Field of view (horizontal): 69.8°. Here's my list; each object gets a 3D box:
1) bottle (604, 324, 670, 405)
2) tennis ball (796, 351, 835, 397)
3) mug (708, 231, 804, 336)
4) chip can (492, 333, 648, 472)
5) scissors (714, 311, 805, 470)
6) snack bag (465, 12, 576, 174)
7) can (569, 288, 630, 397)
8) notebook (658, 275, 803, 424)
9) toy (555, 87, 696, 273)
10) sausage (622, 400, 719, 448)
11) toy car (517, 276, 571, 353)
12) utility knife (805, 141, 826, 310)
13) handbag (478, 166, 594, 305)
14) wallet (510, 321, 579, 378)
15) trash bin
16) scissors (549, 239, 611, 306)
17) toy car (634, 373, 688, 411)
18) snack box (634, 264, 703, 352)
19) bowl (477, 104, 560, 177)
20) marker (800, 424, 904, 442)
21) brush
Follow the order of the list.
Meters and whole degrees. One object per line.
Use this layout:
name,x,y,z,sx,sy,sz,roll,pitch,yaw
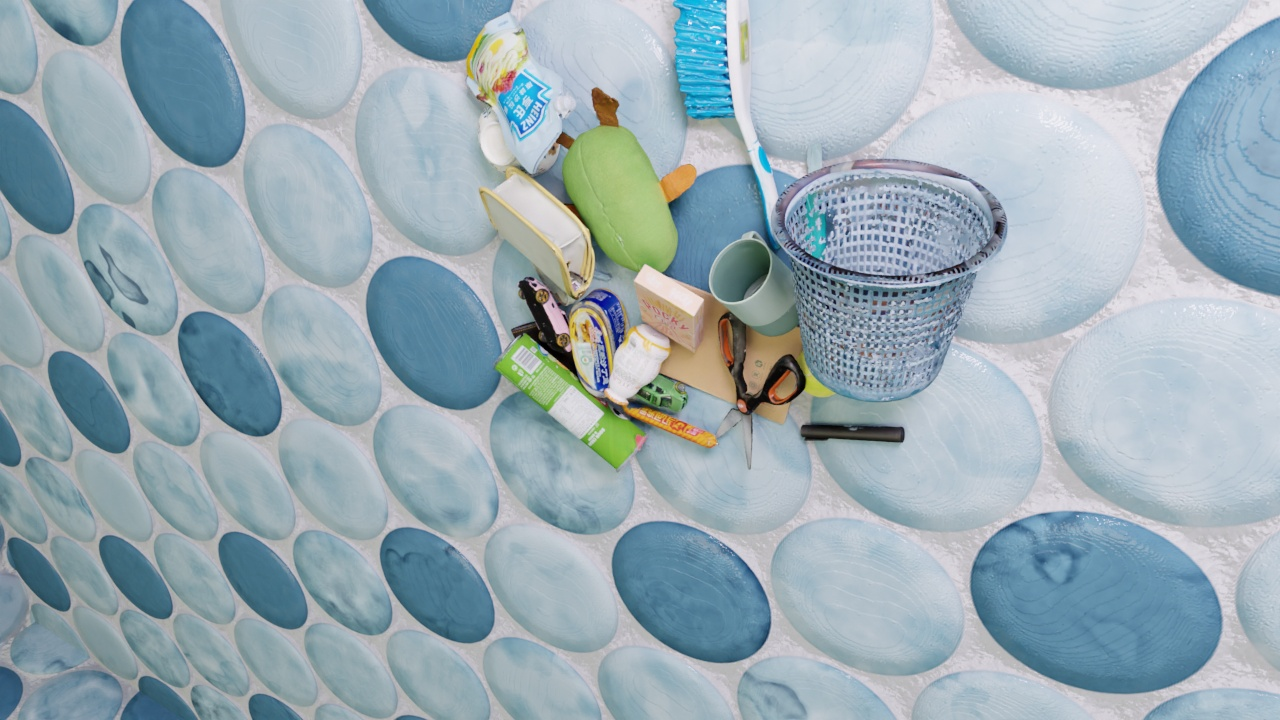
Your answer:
bottle,-0.007,0.007,1.220,0.063,0.063,0.108,35,106,10
tennis ball,0.220,0.012,1.110,0.065,0.065,0.066,15,123,24
mug,0.141,-0.094,1.077,0.082,0.111,0.106,-17,149,32
chip can,-0.099,0.059,1.312,0.236,0.072,0.072,40,130,-2
scissors,0.140,0.044,1.166,0.222,0.021,0.221,-1,109,56
snack bag,-0.147,-0.325,1.108,0.110,0.038,0.191,-45,62,22
can,-0.054,-0.023,1.268,0.075,0.049,0.148,7,119,28
notebook,0.109,-0.014,1.200,0.208,0.008,0.148,23,126,19
toy,-0.028,-0.207,1.122,0.228,0.089,0.247,-7,116,43
sausage,0.039,0.088,1.285,0.165,0.021,0.021,21,125,28
toy car,-0.128,-0.064,1.269,0.056,0.037,0.122,13,135,50
utility knife,0.204,-0.150,1.060,0.029,0.013,0.210,11,124,28
handbag,-0.125,-0.151,1.197,0.163,0.063,0.179,42,161,23
wallet,-0.129,-0.003,1.346,0.097,0.020,0.122,-12,111,35
trash bin,0.250,-0.073,0.967,0.227,0.225,0.195,16,136,23
scissors,-0.102,-0.133,1.259,0.128,0.017,0.134,49,126,2
toy car,0.023,0.041,1.262,0.091,0.036,0.043,25,141,13
snack box,0.037,-0.061,1.133,0.084,0.026,0.157,32,170,12
bowl,-0.166,-0.286,1.179,0.113,0.062,0.114,14,121,24
marker,0.266,0.093,1.157,0.132,0.020,0.022,-1,105,32
brush,0.103,-0.273,1.030,0.110,0.060,0.315,8,123,24
